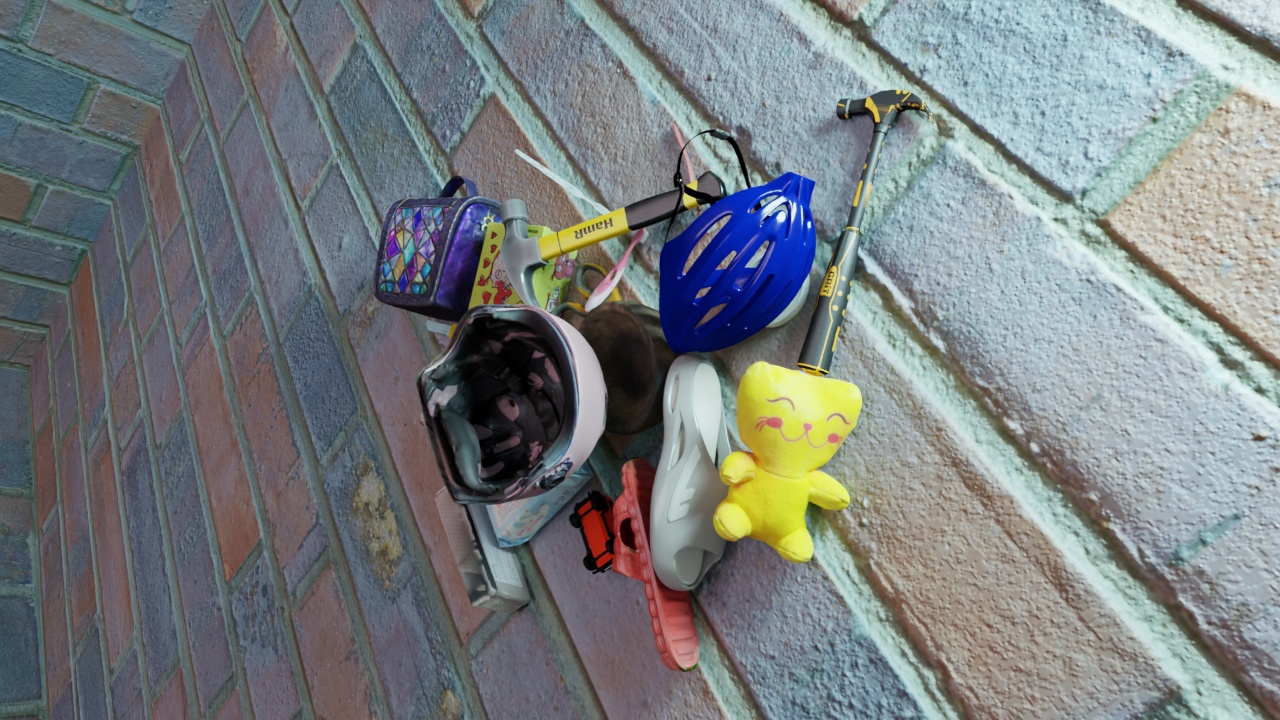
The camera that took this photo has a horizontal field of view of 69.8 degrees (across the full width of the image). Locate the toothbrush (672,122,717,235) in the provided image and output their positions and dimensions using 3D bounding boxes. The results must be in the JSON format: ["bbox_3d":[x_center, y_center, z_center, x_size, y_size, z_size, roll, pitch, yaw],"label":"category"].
[{"bbox_3d":[0.066,-0.238,1.175,0.016,0.015,0.184,-32,57,30],"label":"toothbrush"}]

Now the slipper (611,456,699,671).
[{"bbox_3d":[0.007,0.230,1.043,0.059,0.103,0.248,-22,66,22],"label":"slipper"}]

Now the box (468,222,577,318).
[{"bbox_3d":[-0.177,-0.079,1.308,0.124,0.082,0.221,14,87,38],"label":"box"}]

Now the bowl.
[{"bbox_3d":[-0.007,0.007,1.115,0.162,0.070,0.162,9,102,49],"label":"bowl"}]

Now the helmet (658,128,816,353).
[{"bbox_3d":[0.089,-0.135,1.011,0.242,0.147,0.227,-46,49,36],"label":"helmet"}]

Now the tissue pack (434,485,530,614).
[{"bbox_3d":[-0.219,0.261,1.254,0.071,0.104,0.181,-39,55,10],"label":"tissue pack"}]

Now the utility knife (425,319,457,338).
[{"bbox_3d":[-0.277,-0.042,1.442,0.219,0.019,0.030,14,83,40],"label":"utility knife"}]

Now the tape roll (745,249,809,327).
[{"bbox_3d":[0.151,-0.084,1.053,0.093,0.013,0.093,-14,70,40],"label":"tape roll"}]

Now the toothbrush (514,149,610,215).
[{"bbox_3d":[-0.102,-0.234,1.216,0.010,0.181,0.010,30,91,46],"label":"toothbrush"}]

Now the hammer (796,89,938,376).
[{"bbox_3d":[0.229,-0.137,0.983,0.123,0.036,0.320,13,85,44],"label":"hammer"}]

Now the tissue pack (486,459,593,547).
[{"bbox_3d":[-0.144,0.158,1.229,0.182,0.070,0.112,-46,52,27],"label":"tissue pack"}]

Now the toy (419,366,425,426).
[{"bbox_3d":[-0.259,0.075,1.329,0.173,0.092,0.164,13,129,44],"label":"toy"}]

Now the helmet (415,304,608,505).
[{"bbox_3d":[-0.135,0.055,1.097,0.256,0.152,0.230,-44,59,26],"label":"helmet"}]

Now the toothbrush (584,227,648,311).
[{"bbox_3d":[-0.032,-0.119,1.218,0.021,0.016,0.135,40,98,37],"label":"toothbrush"}]

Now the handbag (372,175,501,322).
[{"bbox_3d":[-0.301,-0.178,1.428,0.205,0.125,0.222,9,84,44],"label":"handbag"}]

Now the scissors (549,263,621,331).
[{"bbox_3d":[-0.027,-0.063,1.211,0.228,0.016,0.134,20,82,38],"label":"scissors"}]

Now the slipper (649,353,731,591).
[{"bbox_3d":[0.074,0.120,1.018,0.081,0.113,0.265,-4,70,31],"label":"slipper"}]

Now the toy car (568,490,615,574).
[{"bbox_3d":[-0.048,0.212,1.135,0.051,0.048,0.100,-40,54,27],"label":"toy car"}]

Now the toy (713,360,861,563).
[{"bbox_3d":[0.151,0.105,0.953,0.087,0.134,0.194,-102,25,-86],"label":"toy"}]

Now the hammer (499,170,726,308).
[{"bbox_3d":[-0.040,-0.169,1.182,0.325,0.034,0.169,-16,77,24],"label":"hammer"}]
